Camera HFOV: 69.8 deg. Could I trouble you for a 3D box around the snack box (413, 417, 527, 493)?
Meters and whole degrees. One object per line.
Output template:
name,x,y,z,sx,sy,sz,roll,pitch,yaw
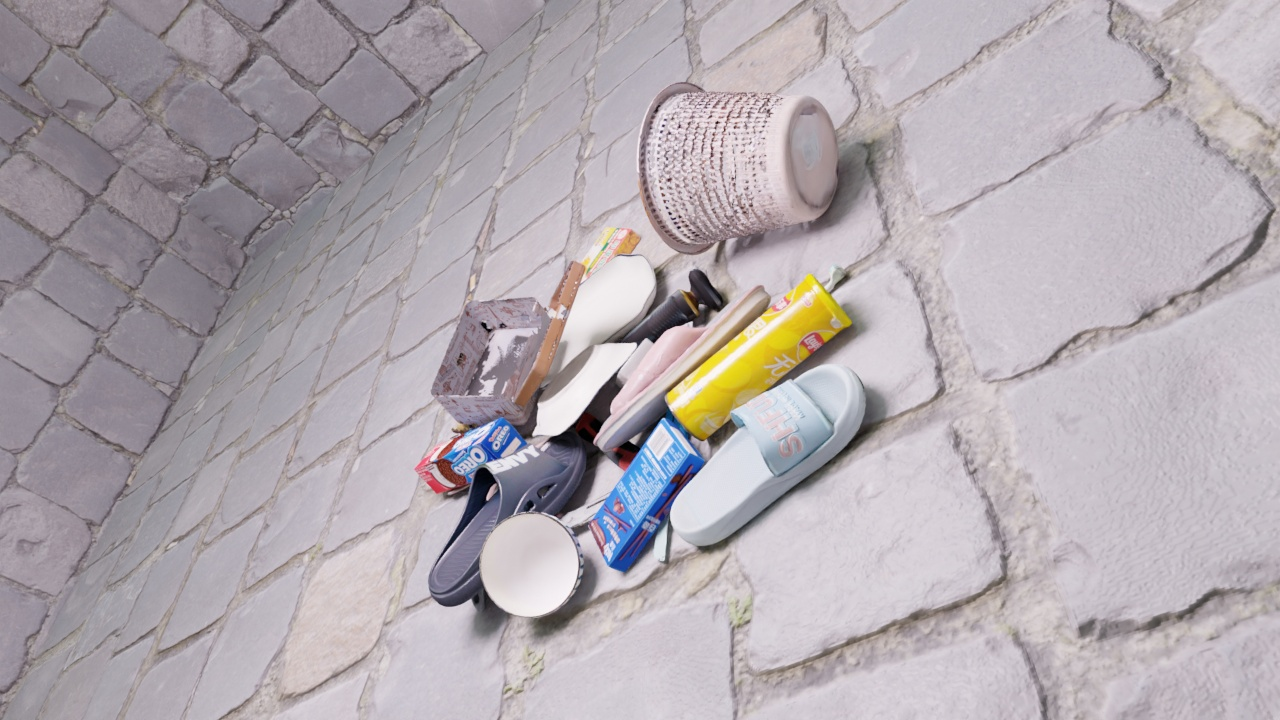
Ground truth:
snack box,-0.244,0.137,1.306,0.208,0.057,0.058,-23,22,47

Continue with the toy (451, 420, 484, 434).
toy,-0.217,0.060,1.386,0.105,0.066,0.156,4,42,46

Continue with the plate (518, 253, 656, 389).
plate,-0.077,-0.051,1.351,0.266,0.034,0.162,-38,37,14

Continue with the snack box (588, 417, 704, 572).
snack box,0.004,0.148,1.018,0.157,0.026,0.084,-55,28,9

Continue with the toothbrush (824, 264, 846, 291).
toothbrush,0.163,-0.041,1.065,0.190,0.029,0.020,-44,72,11

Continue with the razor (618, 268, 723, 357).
razor,0.036,-0.055,1.217,0.168,0.062,0.067,-37,2,28

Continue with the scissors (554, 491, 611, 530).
scissors,-0.099,0.193,1.119,0.205,0.015,0.197,-49,32,-16

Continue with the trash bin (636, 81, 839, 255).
trash bin,0.136,-0.250,1.170,0.192,0.227,0.227,3,57,38

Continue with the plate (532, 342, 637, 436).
plate,-0.085,0.030,1.202,0.163,0.034,0.164,-50,14,-18

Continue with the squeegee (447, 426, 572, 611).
squeegee,-0.201,0.216,1.217,0.248,0.040,0.249,-29,37,28

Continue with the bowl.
bowl,-0.118,0.231,1.048,0.116,0.116,0.066,-48,-13,1

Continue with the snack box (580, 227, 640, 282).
snack box,-0.070,-0.144,1.464,0.077,0.027,0.155,16,68,55

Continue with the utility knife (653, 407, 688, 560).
utility knife,0.034,0.131,1.036,0.034,0.018,0.215,-24,40,33

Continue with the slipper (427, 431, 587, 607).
slipper,-0.169,0.175,1.119,0.111,0.083,0.267,9,51,52

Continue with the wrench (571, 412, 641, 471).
wrench,-0.056,0.090,1.191,0.056,0.016,0.273,-39,30,-9

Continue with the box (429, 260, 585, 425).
box,-0.166,-0.015,1.272,0.275,0.125,0.178,-20,44,44

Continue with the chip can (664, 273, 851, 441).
chip can,0.128,-0.002,1.014,0.214,0.072,0.072,-40,32,14

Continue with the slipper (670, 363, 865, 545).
slipper,0.117,0.087,0.926,0.246,0.074,0.104,-44,30,11

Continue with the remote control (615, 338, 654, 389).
remote control,-0.007,0.007,1.159,0.056,0.019,0.135,-51,-2,-9

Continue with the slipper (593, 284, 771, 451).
slipper,0.042,0.003,1.087,0.274,0.114,0.054,-43,75,2
